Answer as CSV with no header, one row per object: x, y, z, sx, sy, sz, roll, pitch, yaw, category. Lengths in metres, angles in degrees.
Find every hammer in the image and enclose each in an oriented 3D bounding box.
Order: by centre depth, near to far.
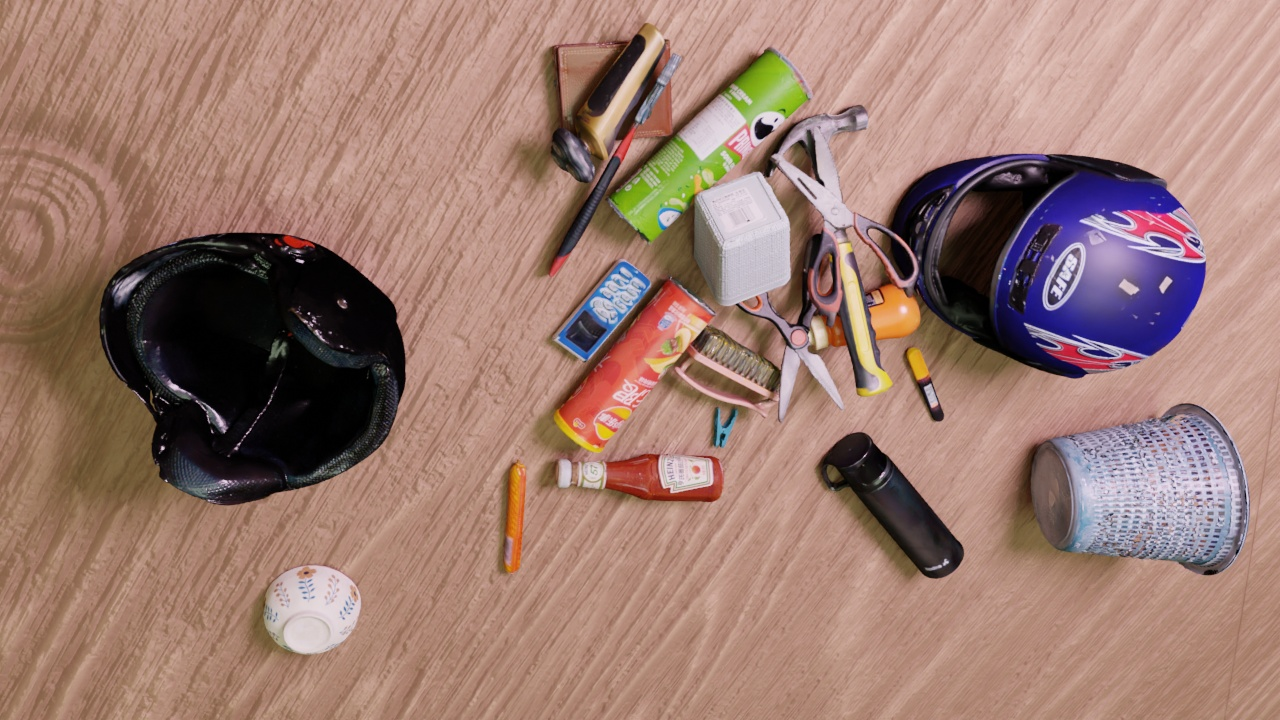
0.226,-0.115,1.042,0.126,0.032,0.323,-16,100,-4,hammer

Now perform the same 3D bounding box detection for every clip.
0.104,0.084,1.149,0.038,0.013,0.055,4,112,-14,clip

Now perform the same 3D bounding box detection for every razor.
-0.031,-0.260,0.919,0.167,0.062,0.067,-55,147,11,razor

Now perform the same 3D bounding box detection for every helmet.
-0.358,-0.010,0.884,0.274,0.230,0.234,39,106,-16,helmet
0.469,-0.108,1.031,0.315,0.240,0.248,11,108,-17,helmet

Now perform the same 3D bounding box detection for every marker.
0.370,0.033,1.190,0.018,0.015,0.124,-30,118,2,marker

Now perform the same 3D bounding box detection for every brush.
0.112,0.016,1.096,0.145,0.063,0.073,28,100,-24,brush

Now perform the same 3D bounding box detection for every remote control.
-0.044,-0.057,1.048,0.049,0.024,0.125,38,99,-24,remote control

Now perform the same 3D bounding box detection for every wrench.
-0.031,-0.199,0.961,0.016,0.056,0.274,31,117,-6,wrench

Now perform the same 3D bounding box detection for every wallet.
-0.027,-0.280,0.957,0.124,0.032,0.101,-7,117,-10,wallet

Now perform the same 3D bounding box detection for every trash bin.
0.642,0.173,1.220,0.195,0.226,0.227,-2,113,1,trash bin

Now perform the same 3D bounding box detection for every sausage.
-0.155,0.195,1.131,0.021,0.021,0.165,1,112,-14,sausage

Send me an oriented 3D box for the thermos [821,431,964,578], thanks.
0.335,0.197,1.230,0.090,0.068,0.242,-26,119,35,thermos

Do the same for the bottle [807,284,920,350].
0.257,-0.046,1.107,0.149,0.066,0.067,-15,115,1,bottle

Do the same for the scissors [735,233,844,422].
0.174,-0.048,1.069,0.229,0.022,0.220,30,85,-8,scissors

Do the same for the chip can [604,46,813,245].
0.071,-0.227,0.978,0.236,0.072,0.072,-41,115,6,chip can

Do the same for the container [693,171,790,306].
0.108,-0.133,0.990,0.090,0.090,0.111,-21,152,-4,container

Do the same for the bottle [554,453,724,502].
-0.001,0.142,1.124,0.206,0.059,0.060,4,111,-14,bottle

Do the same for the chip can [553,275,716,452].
-0.006,0.006,1.059,0.073,0.073,0.217,37,100,-24,chip can

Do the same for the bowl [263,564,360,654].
-0.396,0.310,1.101,0.113,0.062,0.114,-5,114,-10,bowl

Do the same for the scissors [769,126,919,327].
0.223,-0.143,1.013,0.189,0.015,0.226,7,97,-8,scissors
